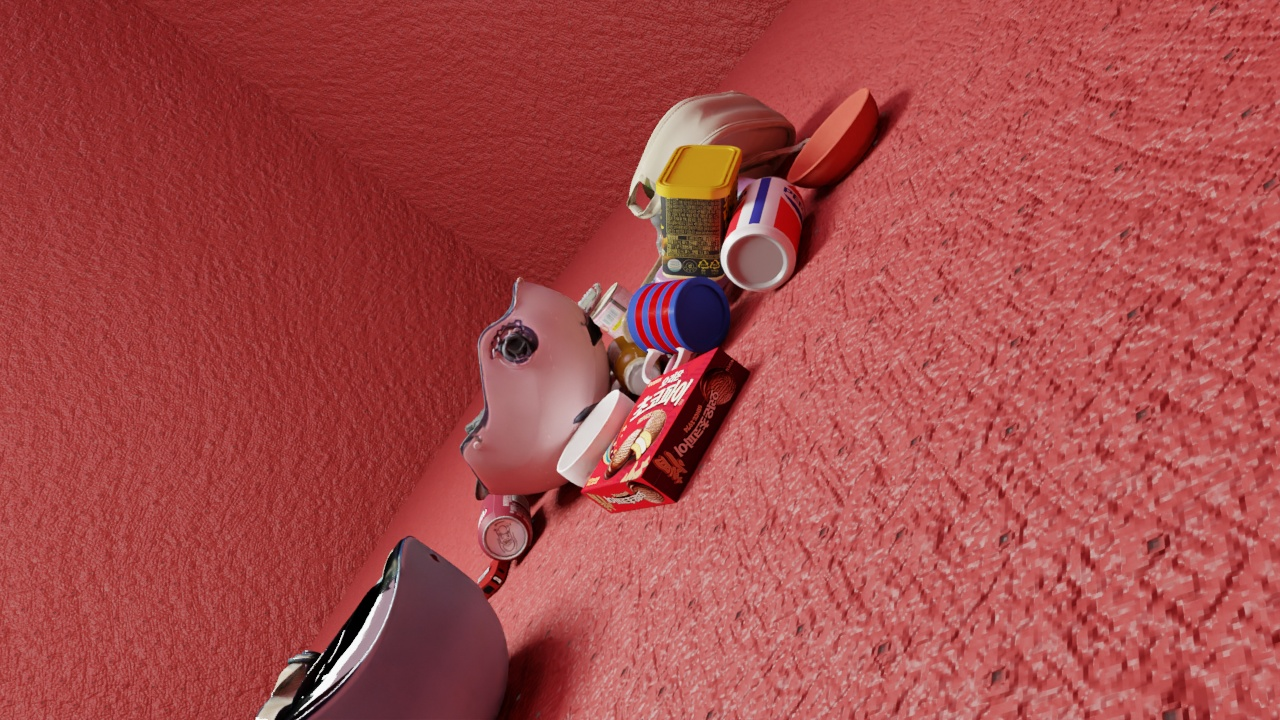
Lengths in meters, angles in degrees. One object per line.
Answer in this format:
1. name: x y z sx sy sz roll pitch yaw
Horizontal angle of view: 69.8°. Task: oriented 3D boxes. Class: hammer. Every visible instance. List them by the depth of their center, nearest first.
1. hammer: 0.016 -0.092 1.113 0.031 0.119 0.330 -10 19 12

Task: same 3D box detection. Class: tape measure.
1. tape measure: -0.180 0.260 1.093 0.051 0.019 0.059 -50 11 14

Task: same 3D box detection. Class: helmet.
1. helmet: -0.210 0.278 0.767 0.224 0.167 0.266 -57 13 -30
2. helmet: -0.109 0.033 1.066 0.230 0.152 0.255 87 -170 -68

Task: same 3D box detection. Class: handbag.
1. handbag: 0.107 -0.242 1.171 0.228 0.132 0.184 -3 -52 -56

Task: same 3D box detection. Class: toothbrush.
1. toothbrush: 0.057 -0.021 0.983 0.134 0.021 0.016 -57 0 -32

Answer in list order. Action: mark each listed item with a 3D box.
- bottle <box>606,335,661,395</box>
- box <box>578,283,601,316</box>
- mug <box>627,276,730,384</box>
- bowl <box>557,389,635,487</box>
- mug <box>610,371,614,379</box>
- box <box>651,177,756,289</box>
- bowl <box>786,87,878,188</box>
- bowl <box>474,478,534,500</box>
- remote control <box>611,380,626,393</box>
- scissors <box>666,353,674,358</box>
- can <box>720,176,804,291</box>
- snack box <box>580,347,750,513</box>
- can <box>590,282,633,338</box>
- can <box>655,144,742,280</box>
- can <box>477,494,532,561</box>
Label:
1. bottle: -0.006 0.006 1.070 0.053 0.053 0.186 -53 10 2
2. box: -0.104 -0.004 1.364 0.155 0.059 0.202 -34 -30 -33
3. mug: 0.034 -0.027 0.925 0.076 0.075 0.111 -2 70 52
4. bowl: -0.034 0.087 0.937 0.105 0.054 0.104 -49 10 12
5. mug: -0.081 0.035 1.248 0.123 0.096 0.110 -26 21 6
6. box: 0.092 -0.118 1.077 0.213 0.090 0.093 -54 -35 -36
7. bowl: 0.205 -0.222 0.948 0.122 0.035 0.122 -51 11 13
8. bowl: -0.159 0.131 1.226 0.145 0.067 0.145 24 -92 -84
9. remote control: 0.000 -0.006 1.200 0.135 0.011 0.050 -56 11 -14
10. scissors: 0.015 -0.028 1.090 0.150 0.120 0.019 35 105 39
11. can: 0.122 -0.127 0.903 0.070 0.070 0.131 -46 13 34
12. snack box: 0.019 0.067 0.820 0.132 0.036 0.152 -58 11 -22
13. can: -0.023 -0.062 1.300 0.067 0.076 0.067 -51 10 13
14. can: 0.063 -0.155 0.957 0.130 0.072 0.101 -67 -22 -56
15. can: -0.163 0.197 1.105 0.063 0.063 0.114 -53 11 0
